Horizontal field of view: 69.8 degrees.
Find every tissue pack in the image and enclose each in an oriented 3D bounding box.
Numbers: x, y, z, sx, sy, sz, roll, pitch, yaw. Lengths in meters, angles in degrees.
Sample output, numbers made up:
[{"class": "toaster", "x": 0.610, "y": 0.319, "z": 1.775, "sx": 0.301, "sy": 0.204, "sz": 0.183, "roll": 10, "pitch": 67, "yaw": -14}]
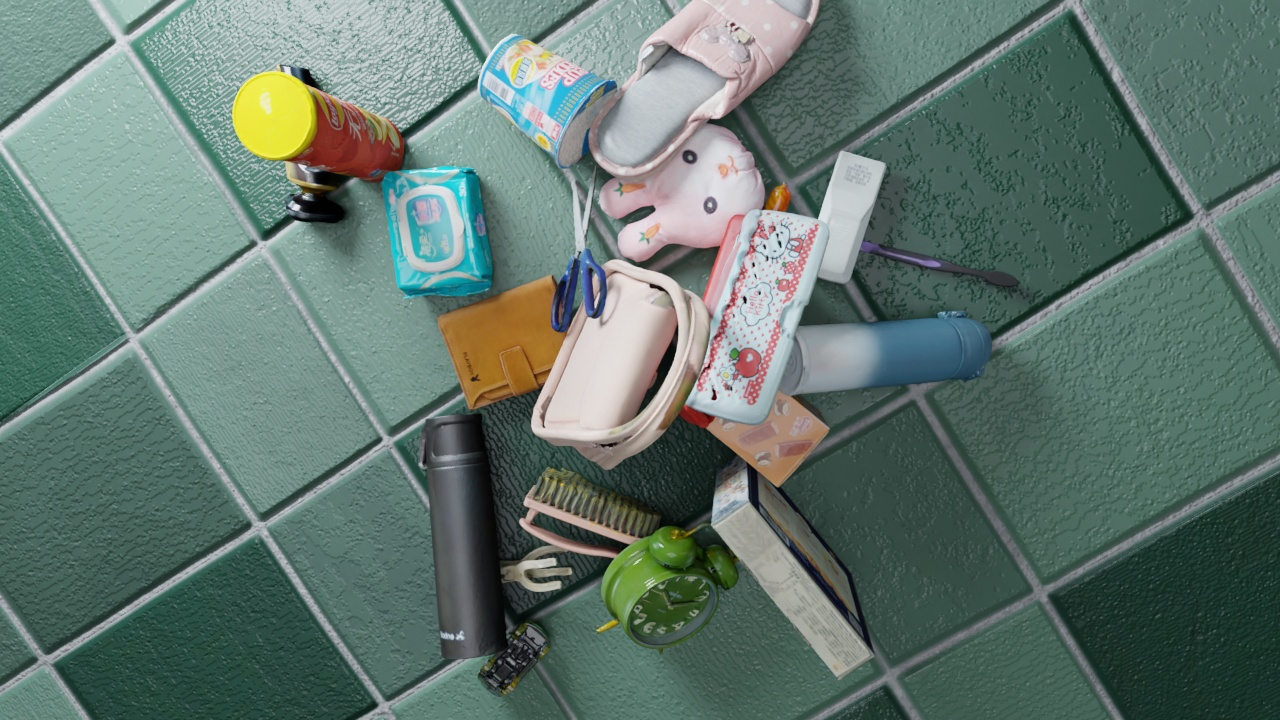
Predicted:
[{"class": "tissue pack", "x": -0.206, "y": -0.129, "z": 0.935, "sx": 0.093, "sy": 0.050, "sz": 0.133, "roll": -8, "pitch": 97, "yaw": 5}]

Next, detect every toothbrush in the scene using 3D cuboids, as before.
[{"class": "toothbrush", "x": 0.282, "y": -0.100, "z": 0.918, "sx": 0.189, "sy": 0.016, "sz": 0.014, "roll": 15, "pitch": 92, "yaw": 6}]

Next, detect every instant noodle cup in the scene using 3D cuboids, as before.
[{"class": "instant noodle cup", "x": -0.095, "y": -0.257, "z": 0.891, "sx": 0.110, "sy": 0.099, "sz": 0.099, "roll": 35, "pitch": 99, "yaw": 7}]

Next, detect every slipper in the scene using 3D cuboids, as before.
[{"class": "slipper", "x": 0.059, "y": -0.281, "z": 0.867, "sx": 0.274, "sy": 0.054, "sz": 0.114, "roll": -43, "pitch": 77, "yaw": -1}]

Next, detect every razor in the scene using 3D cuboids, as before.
[{"class": "razor", "x": -0.346, "y": -0.221, "z": 0.939, "sx": 0.068, "sy": 0.062, "sz": 0.167, "roll": -8, "pitch": 92, "yaw": 37}]

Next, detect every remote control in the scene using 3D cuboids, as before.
[{"class": "remote control", "x": 0.201, "y": -0.140, "z": 0.908, "sx": 0.049, "sy": 0.024, "sz": 0.125, "roll": 17, "pitch": 94, "yaw": 6}]

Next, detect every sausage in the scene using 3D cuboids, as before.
[{"class": "sausage", "x": 0.113, "y": -0.102, "z": 0.925, "sx": 0.021, "sy": 0.021, "sz": 0.165, "roll": 23, "pitch": 98, "yaw": 1}]

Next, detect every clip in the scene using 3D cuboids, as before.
[{"class": "clip", "x": -0.119, "y": 0.222, "z": 0.991, "sx": 0.104, "sy": 0.086, "sz": 0.035, "roll": -7, "pitch": 99, "yaw": 34}]

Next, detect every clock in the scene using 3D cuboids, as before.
[{"class": "clock", "x": 0.033, "y": 0.224, "z": 0.930, "sx": 0.116, "sy": 0.056, "sz": 0.161, "roll": 29, "pitch": 105, "yaw": -35}]

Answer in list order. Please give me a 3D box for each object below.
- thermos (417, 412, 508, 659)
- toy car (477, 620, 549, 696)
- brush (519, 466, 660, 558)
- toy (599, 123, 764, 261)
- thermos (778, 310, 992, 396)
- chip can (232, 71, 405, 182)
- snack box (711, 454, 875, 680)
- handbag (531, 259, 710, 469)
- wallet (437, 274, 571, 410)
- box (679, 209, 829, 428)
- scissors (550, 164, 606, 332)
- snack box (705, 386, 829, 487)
[{"class": "thermos", "x": -0.189, "y": 0.179, "z": 0.954, "sx": 0.090, "sy": 0.068, "sz": 0.242, "roll": -12, "pitch": 82, "yaw": 44}, {"class": "toy car", "x": -0.136, "y": 0.321, "z": 0.995, "sx": 0.043, "sy": 0.036, "sz": 0.091, "roll": 42, "pitch": 100, "yaw": 0}, {"class": "brush", "x": -0.049, "y": 0.167, "z": 0.955, "sx": 0.145, "sy": 0.063, "sz": 0.073, "roll": 21, "pitch": 95, "yaw": 0}, {"class": "toy", "x": 0.041, "y": -0.162, "z": 0.910, "sx": 0.160, "sy": 0.054, "sz": 0.121, "roll": -25, "pitch": 92, "yaw": 13}, {"class": "thermos", "x": 0.231, "y": -0.008, "z": 0.870, "sx": 0.220, "sy": 0.070, "sz": 0.070, "roll": -5, "pitch": 98, "yaw": -21}, {"class": "chip can", "x": -0.288, "y": -0.209, "z": 0.848, "sx": 0.073, "sy": 0.216, "sz": 0.073, "roll": 1, "pitch": 96, "yaw": 5}, {"class": "snack box", "x": 0.142, "y": 0.186, "z": 0.880, "sx": 0.046, "sy": 0.182, "sz": 0.178, "roll": -39, "pitch": 93, "yaw": 10}, {"class": "handbag", "x": -0.005, "y": 0.005, "z": 0.833, "sx": 0.093, "sy": 0.234, "sz": 0.193, "roll": 24, "pitch": 83, "yaw": -18}, {"class": "wallet", "x": -0.131, "y": -0.012, "z": 0.956, "sx": 0.131, "sy": 0.035, "sz": 0.119, "roll": -19, "pitch": 89, "yaw": 7}, {"class": "box", "x": 0.104, "y": -0.033, "z": 0.840, "sx": 0.100, "sy": 0.095, "sz": 0.200, "roll": 15, "pitch": 75, "yaw": 22}, {"class": "scissors", "x": -0.057, "y": -0.103, "z": 0.897, "sx": 0.012, "sy": 0.162, "sz": 0.163, "roll": 10, "pitch": 113, "yaw": -31}, {"class": "snack box", "x": 0.123, "y": 0.058, "z": 0.909, "sx": 0.094, "sy": 0.092, "sz": 0.077, "roll": 39, "pitch": 99, "yaw": -1}]
